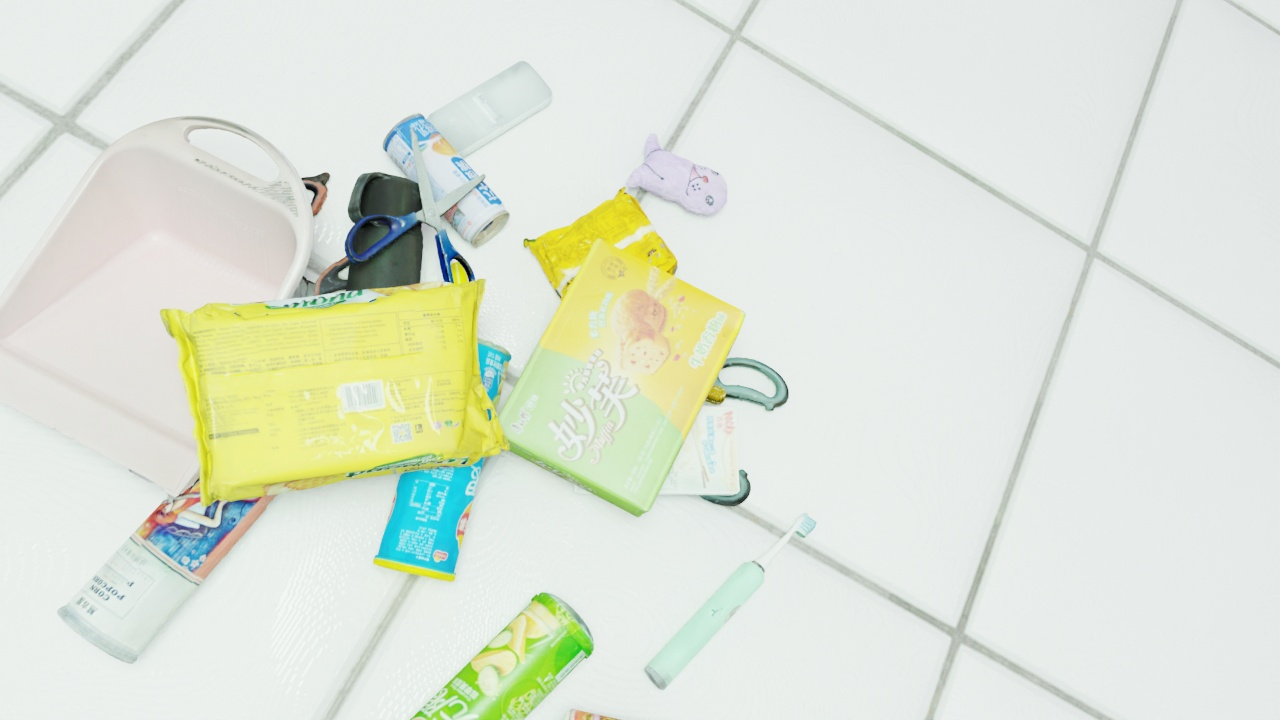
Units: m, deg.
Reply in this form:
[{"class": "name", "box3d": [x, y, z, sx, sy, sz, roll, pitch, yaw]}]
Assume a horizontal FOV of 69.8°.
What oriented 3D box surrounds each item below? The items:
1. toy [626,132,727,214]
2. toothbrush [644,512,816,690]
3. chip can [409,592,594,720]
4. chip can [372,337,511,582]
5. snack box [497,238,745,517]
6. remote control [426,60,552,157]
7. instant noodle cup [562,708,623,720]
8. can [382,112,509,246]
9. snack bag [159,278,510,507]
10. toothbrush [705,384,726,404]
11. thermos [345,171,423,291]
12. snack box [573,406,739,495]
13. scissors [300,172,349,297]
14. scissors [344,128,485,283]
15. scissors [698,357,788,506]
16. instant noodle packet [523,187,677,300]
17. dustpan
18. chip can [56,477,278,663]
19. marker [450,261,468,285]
[{"class": "toy", "box3d": [0.044, -0.194, 0.980, 0.108, 0.039, 0.083, 22, 58, -5]}, {"class": "toothbrush", "box3d": [0.088, 0.222, 0.870, 0.027, 0.026, 0.224, 39, 66, 23]}, {"class": "chip can", "box3d": [-0.135, 0.291, 0.769, 0.220, 0.073, 0.072, -41, 86, -21]}, {"class": "chip can", "box3d": [-0.174, 0.085, 0.817, 0.071, 0.071, 0.210, 15, 73, -9]}, {"class": "snack box", "box3d": [-0.019, 0.016, 0.842, 0.157, 0.070, 0.209, 27, 76, 2]}, {"class": "remote control", "box3d": [-0.157, -0.263, 0.961, 0.135, 0.020, 0.056, -39, 86, -21]}, {"class": "instant noodle cup", "box3d": [-0.029, 0.348, 0.765, 0.099, 0.112, 0.111, 19, 69, 2]}, {"class": "can", "box3d": [-0.191, -0.178, 0.908, 0.053, 0.053, 0.134, -41, 86, -21]}, {"class": "snack bag", "box3d": [-0.235, 0.022, 0.729, 0.246, 0.068, 0.158, -8, 91, -18]}, {"class": "toothbrush", "box3d": [-0.005, 0.005, 0.906, 0.190, 0.017, 0.015, 20, 67, 0]}, {"class": "thermos", "box3d": [-0.242, -0.048, 0.827, 0.068, 0.090, 0.242, -3, 77, 22]}, {"class": "snack box", "box3d": [0.015, 0.086, 0.879, 0.156, 0.027, 0.084, 1, 76, -5]}, {"class": "scissors", "box3d": [-0.316, -0.080, 0.868, 0.226, 0.015, 0.189, -26, 81, -20]}, {"class": "scissors", "box3d": [-0.196, -0.123, 0.830, 0.162, 0.012, 0.173, -20, 101, -43]}, {"class": "scissors", "box3d": [0.072, 0.070, 0.916, 0.170, 0.019, 0.181, 0, 75, -14]}, {"class": "instant noodle packet", "box3d": [-0.039, -0.104, 0.929, 0.128, 0.044, 0.110, -31, 82, -20]}, {"class": "dustpan", "box3d": [-0.401, -0.067, 0.753, 0.222, 0.139, 0.272, 25, 54, 2]}, {"class": "chip can", "box3d": [-0.368, 0.138, 0.759, 0.071, 0.071, 0.214, 37, 68, -1]}, {"class": "marker", "box3d": [-0.172, -0.036, 0.892, 0.018, 0.015, 0.124, -6, 78, -15]}]
